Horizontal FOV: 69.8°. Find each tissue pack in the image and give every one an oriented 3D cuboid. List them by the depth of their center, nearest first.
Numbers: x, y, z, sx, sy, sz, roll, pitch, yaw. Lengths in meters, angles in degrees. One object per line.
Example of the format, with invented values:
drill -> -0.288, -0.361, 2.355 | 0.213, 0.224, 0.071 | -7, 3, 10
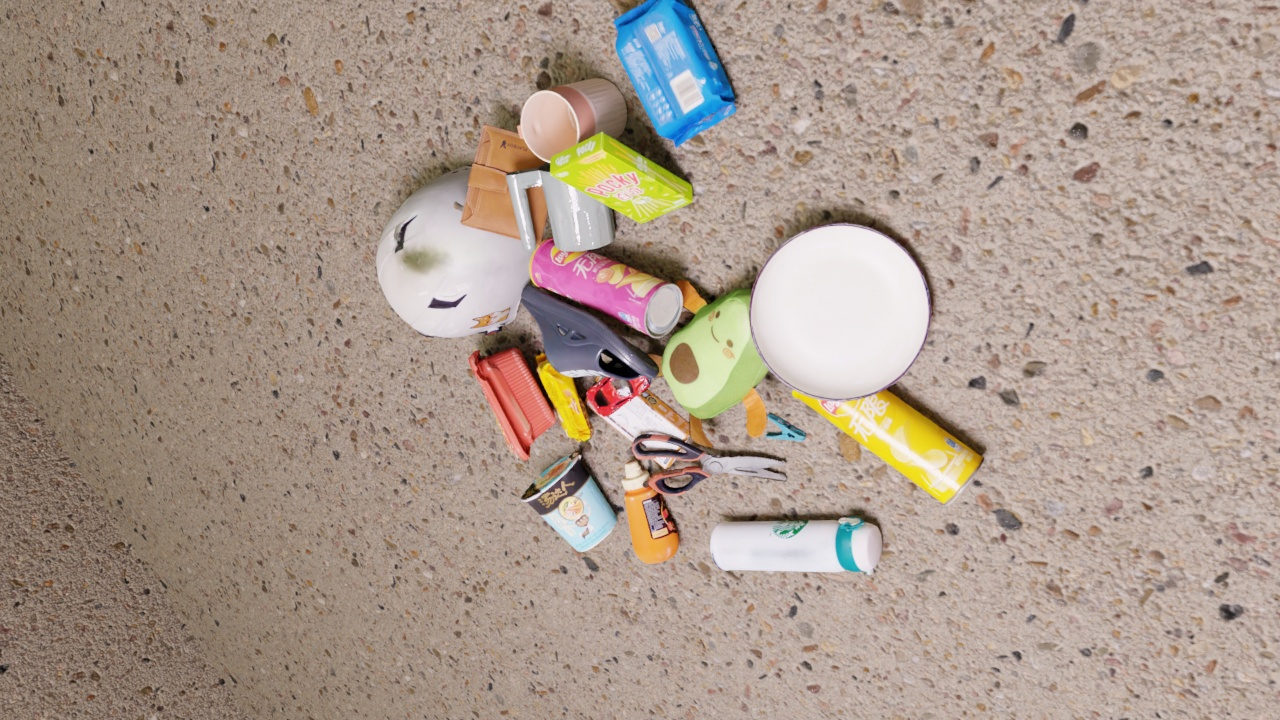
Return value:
tissue pack -> 0.037, -0.325, 1.015 | 0.095, 0.052, 0.157 | -22, 100, 39

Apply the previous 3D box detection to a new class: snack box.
snack box -> -0.020, -0.208, 1.061 | 0.086, 0.156, 0.026 | -15, 65, 39
snack box -> -0.003, 0.076, 1.273 | 0.154, 0.026, 0.075 | 38, 129, 13

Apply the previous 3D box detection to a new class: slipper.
slipper -> -0.079, -0.018, 1.183 | 0.268, 0.110, 0.083 | 31, 89, 46

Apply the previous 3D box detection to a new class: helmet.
helmet -> -0.276, -0.130, 1.275 | 0.275, 0.156, 0.230 | -34, 91, 42

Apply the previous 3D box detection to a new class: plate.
plate -> 0.215, -0.053, 1.000 | 0.192, 0.039, 0.192 | 1, 97, 8

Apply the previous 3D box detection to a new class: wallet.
wallet -> -0.170, -0.224, 1.166 | 0.119, 0.035, 0.131 | 12, 98, -16

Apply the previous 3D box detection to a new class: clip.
clip -> 0.183, 0.089, 1.154 | 0.054, 0.013, 0.033 | 16, 123, 28

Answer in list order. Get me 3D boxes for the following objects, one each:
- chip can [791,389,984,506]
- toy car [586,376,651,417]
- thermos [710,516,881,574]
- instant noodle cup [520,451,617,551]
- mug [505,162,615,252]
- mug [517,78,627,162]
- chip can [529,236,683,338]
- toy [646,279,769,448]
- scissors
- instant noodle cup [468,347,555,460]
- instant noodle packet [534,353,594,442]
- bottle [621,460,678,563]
chip can -> 0.277, 0.073, 1.038 | 0.213, 0.071, 0.072 | 38, 130, 14
toy car -> -0.030, 0.037, 1.234 | 0.107, 0.031, 0.049 | -35, 91, 38
thermos -> 0.200, 0.237, 1.185 | 0.225, 0.073, 0.073 | -9, 108, 38
instant noodle cup -> -0.098, 0.216, 1.371 | 0.111, 0.111, 0.120 | -31, 101, 42
mug -> -0.097, -0.193, 1.144 | 0.124, 0.083, 0.103 | -11, 114, -3
mug -> -0.088, -0.284, 1.090 | 0.115, 0.105, 0.082 | -1, 112, 36
chip can -> -0.047, -0.095, 1.157 | 0.211, 0.071, 0.071 | 26, 127, 37
toy -> 0.092, -0.002, 1.116 | 0.227, 0.089, 0.248 | 60, 138, 20
scissors -> 0.087, 0.148, 1.232 | 0.201, 0.015, 0.207 | 36, 128, 1
instant noodle cup -> -0.182, 0.050, 1.316 | 0.164, 0.079, 0.189 | 62, 176, -8
instant noodle packet -> -0.109, 0.049, 1.302 | 0.128, 0.044, 0.111 | 65, 168, -9
bottle -> 0.007, 0.214, 1.319 | 0.067, 0.066, 0.149 | -11, 99, 39
